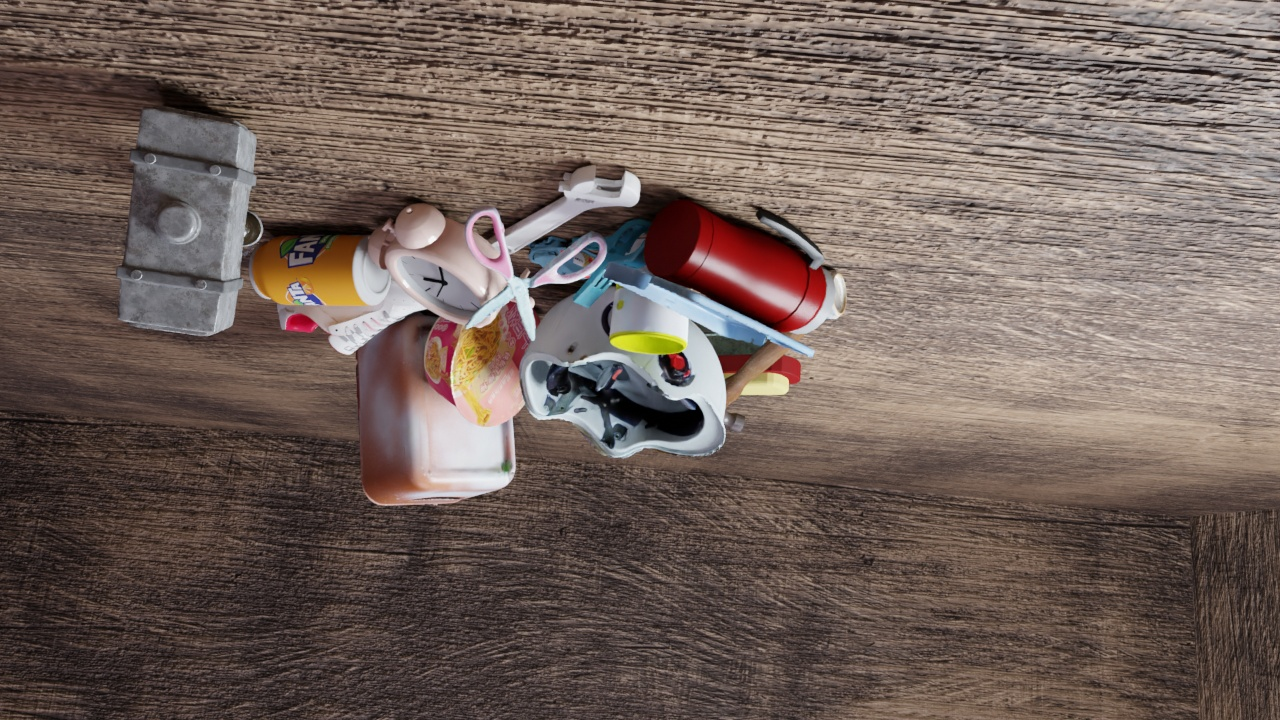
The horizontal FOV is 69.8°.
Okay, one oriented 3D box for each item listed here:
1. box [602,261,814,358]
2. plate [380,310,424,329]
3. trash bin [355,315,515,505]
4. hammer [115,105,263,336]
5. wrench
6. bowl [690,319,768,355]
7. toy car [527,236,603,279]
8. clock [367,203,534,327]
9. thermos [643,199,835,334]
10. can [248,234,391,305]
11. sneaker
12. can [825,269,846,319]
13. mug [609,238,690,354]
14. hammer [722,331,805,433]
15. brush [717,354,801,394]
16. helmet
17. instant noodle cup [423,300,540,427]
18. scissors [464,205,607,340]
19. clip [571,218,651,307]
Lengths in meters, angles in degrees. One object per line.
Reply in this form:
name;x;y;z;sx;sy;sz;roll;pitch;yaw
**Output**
box;0.071;-0.047;0.886;0.125;0.021;0.208;17;177;45
plate;-0.412;-0.065;1.355;0.188;0.016;0.189;5;167;1
trash bin;-0.294;0.075;1.337;0.181;0.259;0.158;6;164;-42
hammer;-0.397;-0.128;0.867;0.079;0.177;0.326;8;-175;-14
wrench;-0.089;-0.141;0.903;0.066;0.018;0.274;12;166;-30
bowl;0.115;-0.033;1.238;0.157;0.038;0.157;5;167;1
toy car;-0.077;-0.106;1.023;0.060;0.027;0.107;-5;163;38
clock;-0.199;-0.104;0.973;0.160;0.086;0.131;33;155;-27
thermos;0.109;-0.096;0.899;0.198;0.084;0.108;18;129;-38
can;-0.359;-0.102;1.034;0.143;0.079;0.079;2;167;15
sneaker;-0.339;-0.060;1.123;0.237;0.104;0.090;2;177;15
can;0.159;-0.069;1.030;0.136;0.054;0.054;-3;165;31
mug;0.012;-0.067;0.981;0.082;0.106;0.082;5;167;1
hammer;0.147;0.004;1.171;0.115;0.033;0.324;25;144;-12
brush;0.136;0.022;1.281;0.174;0.041;0.082;-1;166;26
helmet;-0.007;0.007;1.139;0.264;0.163;0.237;22;152;-5
instant noodle cup;-0.215;-0.006;1.233;0.078;0.178;0.178;16;175;33
scissors;-0.107;-0.087;0.912;0.173;0.013;0.171;-14;131;-4
clip;-0.025;-0.117;0.934;0.027;0.103;0.121;12;159;-42
